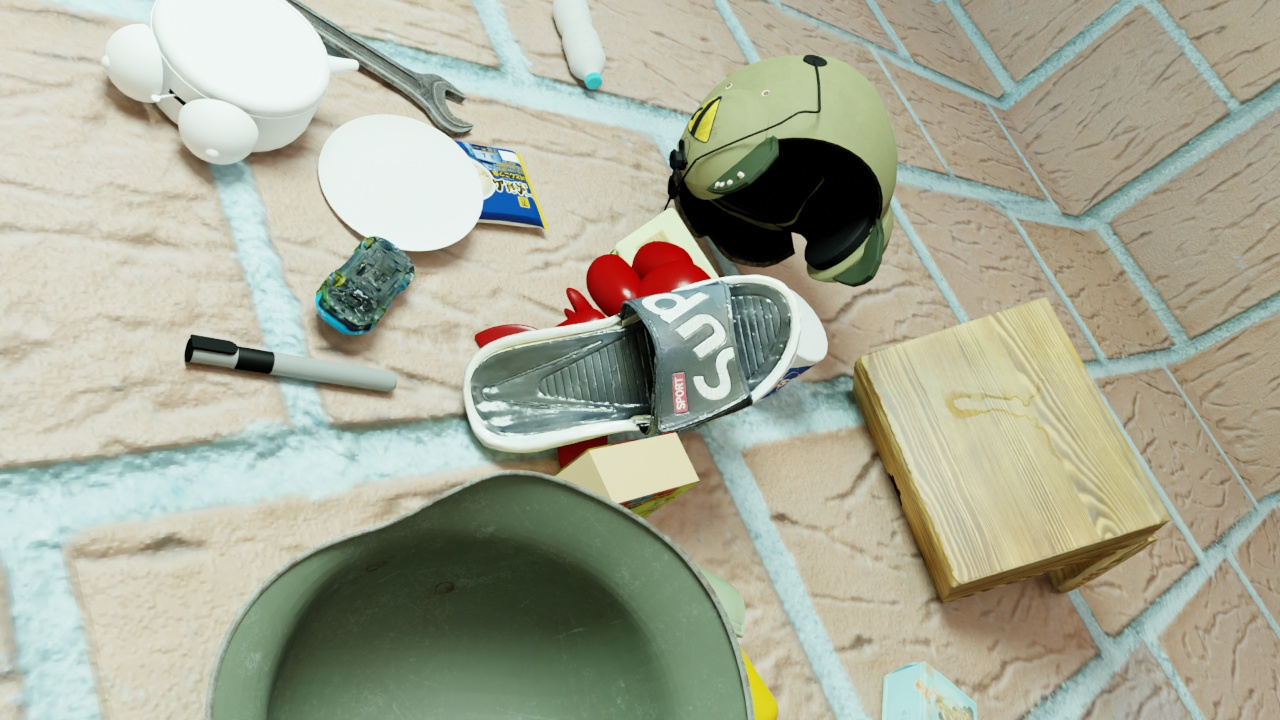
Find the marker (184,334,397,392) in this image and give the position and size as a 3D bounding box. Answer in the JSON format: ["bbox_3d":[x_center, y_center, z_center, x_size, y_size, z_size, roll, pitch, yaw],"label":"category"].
[{"bbox_3d":[-0.230,0.004,0.618,0.140,0.016,0.016,12,51,-40],"label":"marker"}]

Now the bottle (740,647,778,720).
[{"bbox_3d":[0.064,0.240,0.704,0.143,0.043,0.043,56,37,7],"label":"bottle"}]

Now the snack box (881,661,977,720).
[{"bbox_3d":[0.250,0.356,0.793,0.075,0.053,0.174,40,37,-14],"label":"snack box"}]

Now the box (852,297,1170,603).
[{"bbox_3d":[0.441,0.135,1.111,0.336,0.287,0.278,65,8,-61],"label":"box"}]

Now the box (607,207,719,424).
[{"bbox_3d":[0.044,-0.036,0.867,0.188,0.098,0.082,59,3,7],"label":"box"}]

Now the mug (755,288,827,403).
[{"bbox_3d":[0.138,-0.019,0.961,0.121,0.090,0.091,-17,73,-51],"label":"mug"}]

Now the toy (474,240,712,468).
[{"bbox_3d":[-0.013,-0.006,0.766,0.197,0.121,0.158,-32,85,-12],"label":"toy"}]

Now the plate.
[{"bbox_3d":[-0.198,-0.146,0.762,0.134,0.011,0.134,12,59,-22],"label":"plate"}]

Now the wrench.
[{"bbox_3d":[-0.266,-0.286,0.820,0.273,0.010,0.070,28,41,-33],"label":"wrench"}]

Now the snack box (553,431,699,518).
[{"bbox_3d":[-0.035,0.102,0.647,0.088,0.126,0.040,-6,64,-49],"label":"snack box"}]

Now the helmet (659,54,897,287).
[{"bbox_3d":[0.138,-0.187,0.948,0.250,0.256,0.232,30,45,-28],"label":"helmet"}]

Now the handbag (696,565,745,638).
[{"bbox_3d":[-0.001,0.212,0.611,0.113,0.117,0.186,44,53,-56],"label":"handbag"}]

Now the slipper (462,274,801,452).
[{"bbox_3d":[-0.004,0.004,0.681,0.063,0.264,0.111,72,7,-83],"label":"slipper"}]

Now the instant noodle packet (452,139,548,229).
[{"bbox_3d":[-0.148,-0.161,0.836,0.134,0.026,0.087,-3,65,-47],"label":"instant noodle packet"}]

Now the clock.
[{"bbox_3d":[-0.307,-0.217,0.691,0.125,0.073,0.160,42,44,-11],"label":"clock"}]

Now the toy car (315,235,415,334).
[{"bbox_3d":[-0.204,-0.054,0.681,0.048,0.032,0.105,39,33,-15],"label":"toy car"}]

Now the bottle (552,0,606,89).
[{"bbox_3d":[-0.071,-0.376,1.084,0.044,0.044,0.136,10,53,-42],"label":"bottle"}]

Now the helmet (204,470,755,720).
[{"bbox_3d":[-0.093,0.192,0.483,0.267,0.154,0.226,15,50,-29],"label":"helmet"}]
